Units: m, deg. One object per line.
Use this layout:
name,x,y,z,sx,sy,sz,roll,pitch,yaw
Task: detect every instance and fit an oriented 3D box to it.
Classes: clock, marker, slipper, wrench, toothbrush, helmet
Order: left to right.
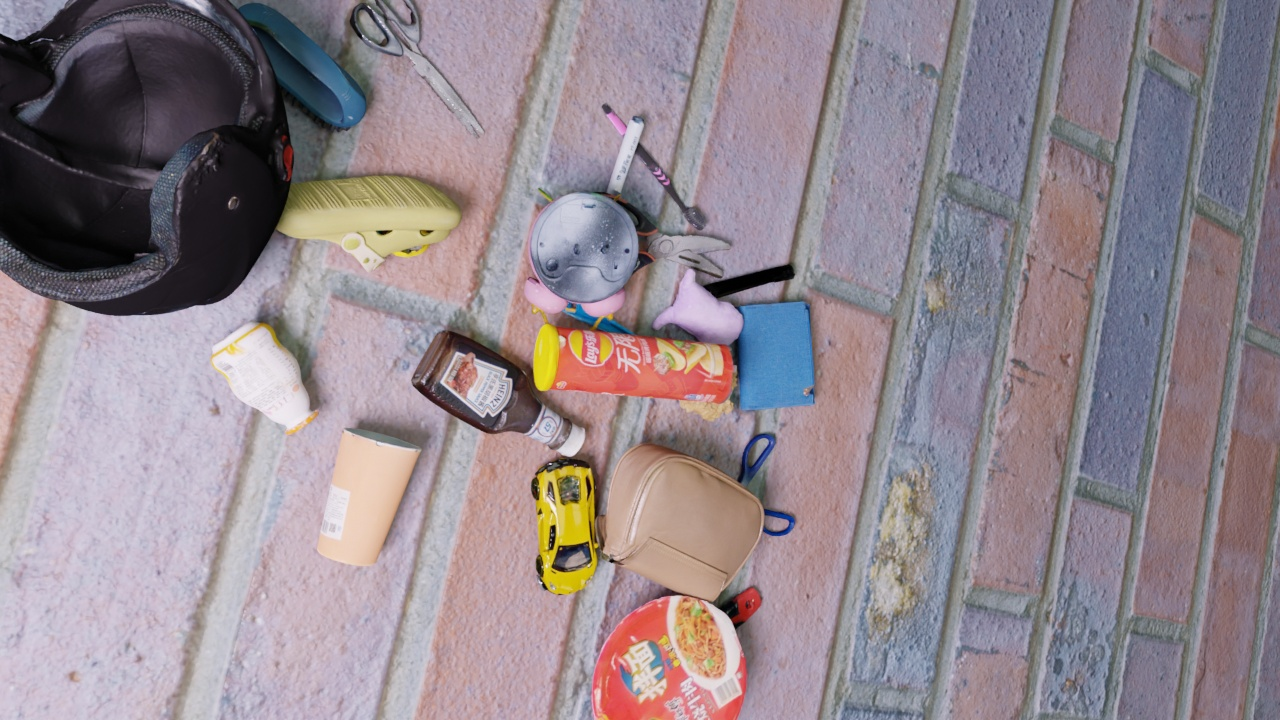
helmet,-0.406,-0.166,0.749,0.233,0.230,0.274,21,75,0
slipper,-0.274,-0.134,0.906,0.190,0.091,0.082,-8,131,-35
clock,-0.067,-0.103,0.989,0.117,0.060,0.158,2,98,-18
marker,-0.021,-0.218,1.056,0.022,0.018,0.130,21,86,-35
toothbrush,0.017,-0.227,1.082,0.014,0.018,0.189,-47,108,-18
wrench,0.044,0.363,1.095,0.272,0.016,0.056,-37,107,-22
marker,0.135,-0.097,1.140,0.131,0.020,0.022,-16,54,-27

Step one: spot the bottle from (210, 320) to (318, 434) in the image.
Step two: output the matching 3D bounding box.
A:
bottle,-0.351,0.018,0.866,0.063,0.063,0.108,-39,106,-22

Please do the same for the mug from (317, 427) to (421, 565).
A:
mug,-0.272,0.135,0.903,0.078,0.078,0.122,18,86,-26

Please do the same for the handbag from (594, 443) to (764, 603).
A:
handbag,0.042,0.183,1.042,0.204,0.100,0.147,34,77,-35

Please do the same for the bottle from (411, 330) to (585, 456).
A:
bottle,-0.145,0.044,0.984,0.195,0.044,0.079,33,73,-24

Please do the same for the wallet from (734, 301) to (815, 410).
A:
wallet,0.170,-0.006,1.148,0.106,0.040,0.133,-4,92,-18

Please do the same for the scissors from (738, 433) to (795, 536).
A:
scissors,0.128,0.167,1.141,0.172,0.012,0.162,19,84,-24

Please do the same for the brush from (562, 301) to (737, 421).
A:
brush,0.011,-0.011,1.071,0.254,0.046,0.083,31,80,-20

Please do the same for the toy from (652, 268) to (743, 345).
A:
toy,0.075,-0.050,1.098,0.108,0.039,0.084,29,104,-29

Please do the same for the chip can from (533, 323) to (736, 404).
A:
chip can,-0.006,0.006,1.003,0.216,0.073,0.073,5,87,-22

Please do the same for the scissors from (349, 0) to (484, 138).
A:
scissors,-0.233,-0.301,0.959,0.136,0.014,0.174,-11,98,-28

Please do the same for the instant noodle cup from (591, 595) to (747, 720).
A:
instant noodle cup,0.024,0.359,1.040,0.193,0.066,0.193,2,86,-23

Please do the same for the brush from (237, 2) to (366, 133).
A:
brush,-0.323,-0.282,0.875,0.144,0.074,0.055,42,67,-20

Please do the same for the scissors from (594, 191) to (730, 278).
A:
scissors,0.008,-0.128,1.069,0.215,0.015,0.196,-40,119,-15

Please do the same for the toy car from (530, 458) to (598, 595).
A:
toy car,-0.081,0.185,1.018,0.071,0.041,0.156,-2,92,-27
